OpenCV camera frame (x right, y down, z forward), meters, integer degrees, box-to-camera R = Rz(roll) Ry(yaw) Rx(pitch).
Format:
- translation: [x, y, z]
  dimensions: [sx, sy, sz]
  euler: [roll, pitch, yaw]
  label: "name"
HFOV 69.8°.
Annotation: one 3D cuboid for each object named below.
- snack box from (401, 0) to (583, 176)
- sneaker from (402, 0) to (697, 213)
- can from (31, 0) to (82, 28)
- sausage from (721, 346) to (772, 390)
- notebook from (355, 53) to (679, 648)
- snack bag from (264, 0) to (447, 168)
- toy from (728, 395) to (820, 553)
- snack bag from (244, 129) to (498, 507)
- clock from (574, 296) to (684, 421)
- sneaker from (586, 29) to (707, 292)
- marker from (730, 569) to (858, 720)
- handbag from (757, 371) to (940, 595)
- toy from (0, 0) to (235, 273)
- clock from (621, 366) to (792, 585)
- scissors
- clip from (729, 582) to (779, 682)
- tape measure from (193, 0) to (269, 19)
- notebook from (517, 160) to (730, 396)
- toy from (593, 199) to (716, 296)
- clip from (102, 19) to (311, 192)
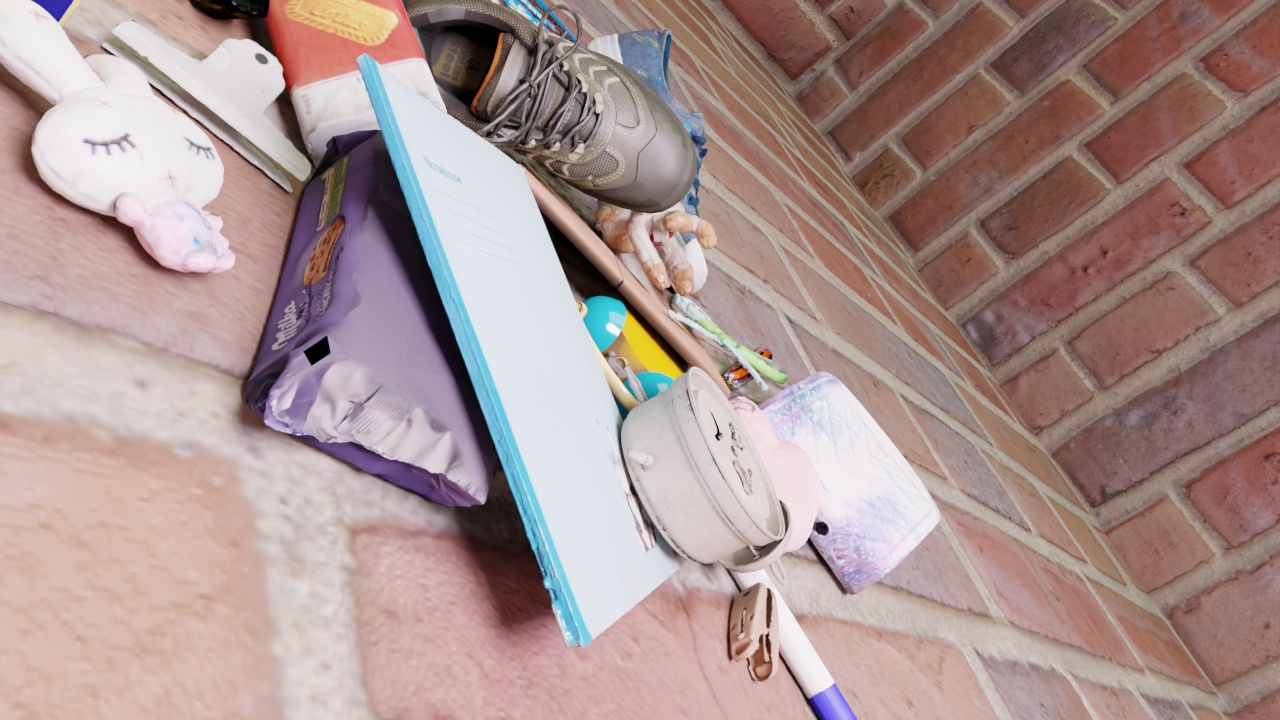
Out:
- translation: [-0.123, -0.291, 0.815]
  dimensions: [0.239, 0.056, 0.195]
  euler: [45, 23, -17]
  label: "snack box"
- translation: [-0.062, -0.177, 0.603]
  dimensions: [0.238, 0.101, 0.143]
  euler: [26, 10, -9]
  label: "sneaker"
- translation: [-0.275, -0.192, 0.357]
  dimensions: [0.092, 0.057, 0.116]
  euler: [18, 39, -56]
  label: "can"
- translation: [0.098, 0.006, 0.822]
  dimensions: [0.020, 0.020, 0.155]
  euler: [52, 21, 4]
  label: "sausage"
- translation: [-0.048, -0.004, 0.442]
  dimensions: [0.253, 0.009, 0.181]
  euler: [68, 12, 8]
  label: "notebook"
- translation: [-0.180, -0.212, 0.530]
  dimensions: [0.041, 0.077, 0.225]
  euler: [101, -32, -65]
  label: "snack bag"
- translation: [0.083, 0.074, 0.624]
  dimensions: [0.105, 0.053, 0.108]
  euler: [60, 26, -6]
  label: "toy"
- translation: [-0.110, -0.028, 0.415]
  dimensions: [0.096, 0.058, 0.205]
  euler: [36, 25, -34]
  label: "snack bag"
- translation: [-0.004, 0.003, 0.599]
  dimensions: [0.099, 0.044, 0.129]
  euler: [56, 15, 13]
  label: "clock"
- translation: [0.026, -0.176, 0.809]
  dimensions: [0.087, 0.079, 0.235]
  euler: [-55, 127, -75]
  label: "sneaker"
- translation: [0.084, 0.158, 0.549]
  dimensions: [0.141, 0.020, 0.020]
  euler: [58, 23, 18]
  label: "marker"
- translation: [0.151, 0.095, 0.729]
  dimensions: [0.126, 0.069, 0.158]
  euler: [-19, 70, -52]
  label: "handbag"
- translation: [-0.200, -0.085, 0.358]
  dimensions: [0.122, 0.038, 0.079]
  euler: [55, 15, 4]
  label: "toy"
- translation: [0.041, 0.077, 0.517]
  dimensions: [0.157, 0.061, 0.103]
  euler: [53, 16, -28]
  label: "clock"
- translation: [0.065, -0.016, 0.750]
  dimensions: [0.171, 0.023, 0.172]
  euler: [28, 19, -49]
  label: "scissors"
- translation: [0.067, 0.154, 0.517]
  dimensions: [0.052, 0.026, 0.058]
  euler: [59, 24, 15]
  label: "clip"
- translation: [-0.222, -0.216, 0.494]
  dimensions: [0.061, 0.062, 0.034]
  euler: [13, 6, 43]
  label: "tape measure"
- translation: [-0.017, -0.065, 0.674]
  dimensions: [0.209, 0.008, 0.141]
  euler: [46, 7, -13]
  label: "notebook"
- translation: [0.001, -0.103, 0.742]
  dimensions: [0.106, 0.074, 0.085]
  euler: [33, 21, 18]
  label: "toy"
- translation: [-0.197, -0.134, 0.447]
  dimensions: [0.101, 0.046, 0.055]
  euler: [41, 36, -25]
  label: "clip"
